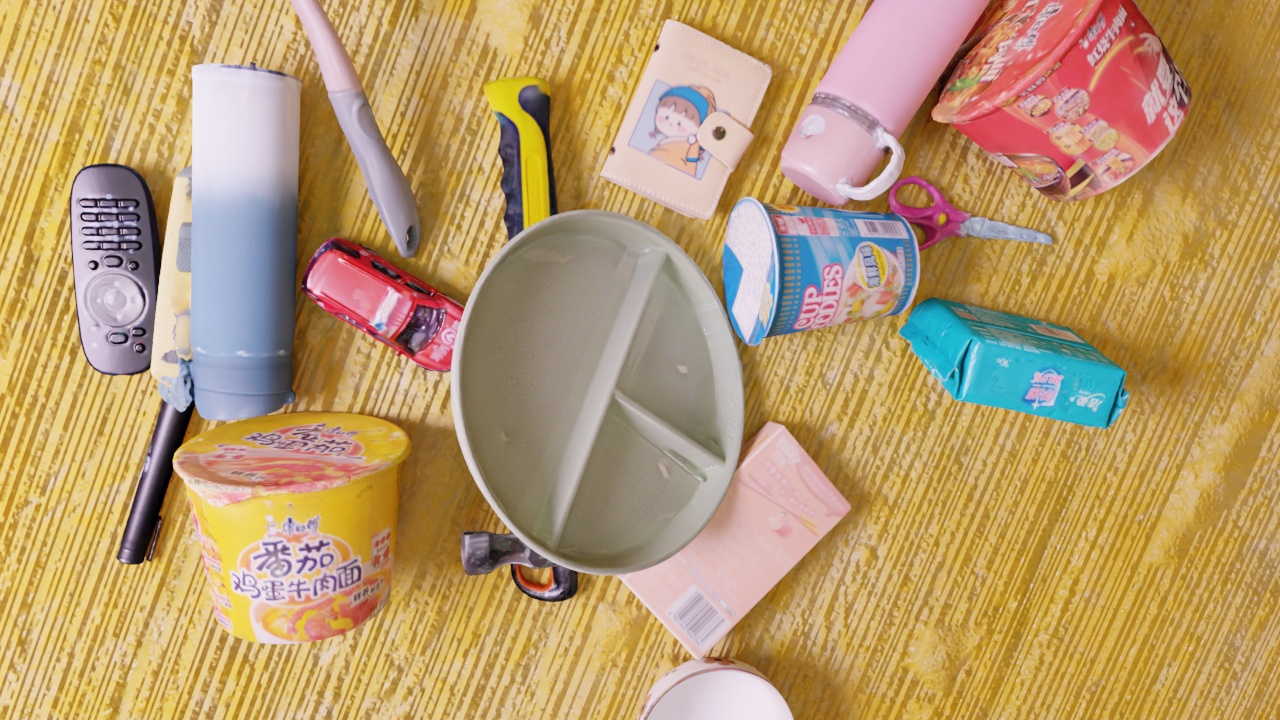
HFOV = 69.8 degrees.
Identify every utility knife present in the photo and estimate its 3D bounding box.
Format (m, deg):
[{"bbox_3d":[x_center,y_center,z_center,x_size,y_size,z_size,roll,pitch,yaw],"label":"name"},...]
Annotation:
[{"bbox_3d":[-0.297,-0.050,0.600,0.031,0.018,0.166,7,93,-18],"label":"utility knife"}]

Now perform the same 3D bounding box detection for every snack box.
[{"bbox_3d":[0.067,0.126,0.652,0.157,0.026,0.084,-43,102,-8],"label":"snack box"}]

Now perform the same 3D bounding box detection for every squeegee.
[{"bbox_3d":[-0.188,-0.174,0.560,0.246,0.040,0.250,-45,125,-38],"label":"squeegee"}]

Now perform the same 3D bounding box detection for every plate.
[{"bbox_3d":[-0.021,0.019,0.585,0.229,0.028,0.230,8,77,-38],"label":"plate"}]

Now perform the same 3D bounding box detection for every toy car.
[{"bbox_3d":[-0.166,-0.035,0.610,0.120,0.045,0.053,29,94,-11],"label":"toy car"}]

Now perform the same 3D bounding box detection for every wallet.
[{"bbox_3d":[0.034,-0.161,0.628,0.087,0.024,0.115,24,93,-4],"label":"wallet"}]

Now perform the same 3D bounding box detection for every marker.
[{"bbox_3d":[-0.323,0.074,0.617,0.022,0.020,0.132,17,95,-25],"label":"marker"}]

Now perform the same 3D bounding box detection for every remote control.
[{"bbox_3d":[-0.339,-0.058,0.597,0.053,0.024,0.136,-1,98,-11],"label":"remote control"}]

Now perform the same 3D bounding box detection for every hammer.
[{"bbox_3d":[-0.065,-0.025,0.612,0.126,0.032,0.323,-4,91,-18],"label":"hammer"}]

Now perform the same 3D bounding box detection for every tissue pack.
[{"bbox_3d":[0.254,0.001,0.635,0.133,0.093,0.050,12,111,-7],"label":"tissue pack"}]

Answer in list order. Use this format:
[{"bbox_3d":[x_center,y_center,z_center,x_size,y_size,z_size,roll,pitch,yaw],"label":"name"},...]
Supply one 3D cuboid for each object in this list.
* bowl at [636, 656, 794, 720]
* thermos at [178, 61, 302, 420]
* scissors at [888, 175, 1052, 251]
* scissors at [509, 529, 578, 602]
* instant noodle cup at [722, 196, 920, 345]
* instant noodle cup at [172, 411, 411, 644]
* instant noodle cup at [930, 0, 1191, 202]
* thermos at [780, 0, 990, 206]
[{"bbox_3d":[0.049,0.262,0.661,0.113,0.062,0.113,-1,98,-7],"label":"bowl"},{"bbox_3d":[-0.253,-0.072,0.584,0.070,0.070,0.220,4,96,-7],"label":"thermos"},{"bbox_3d":[0.239,-0.097,0.663,0.133,0.017,0.056,9,90,-11],"label":"scissors"},{"bbox_3d":[-0.067,0.068,0.644,0.229,0.021,0.190,43,91,-10],"label":"scissors"},{"bbox_3d":[0.123,-0.063,0.618,0.110,0.099,0.099,-4,97,-13],"label":"instant noodle cup"},{"bbox_3d":[-0.216,0.104,0.581,0.138,0.138,0.110,1,105,-7],"label":"instant noodle cup"},{"bbox_3d":[0.279,-0.180,0.601,0.108,0.138,0.138,37,92,-17],"label":"instant noodle cup"},{"bbox_3d":[0.174,-0.196,0.608,0.067,0.087,0.198,33,91,-44],"label":"thermos"}]
